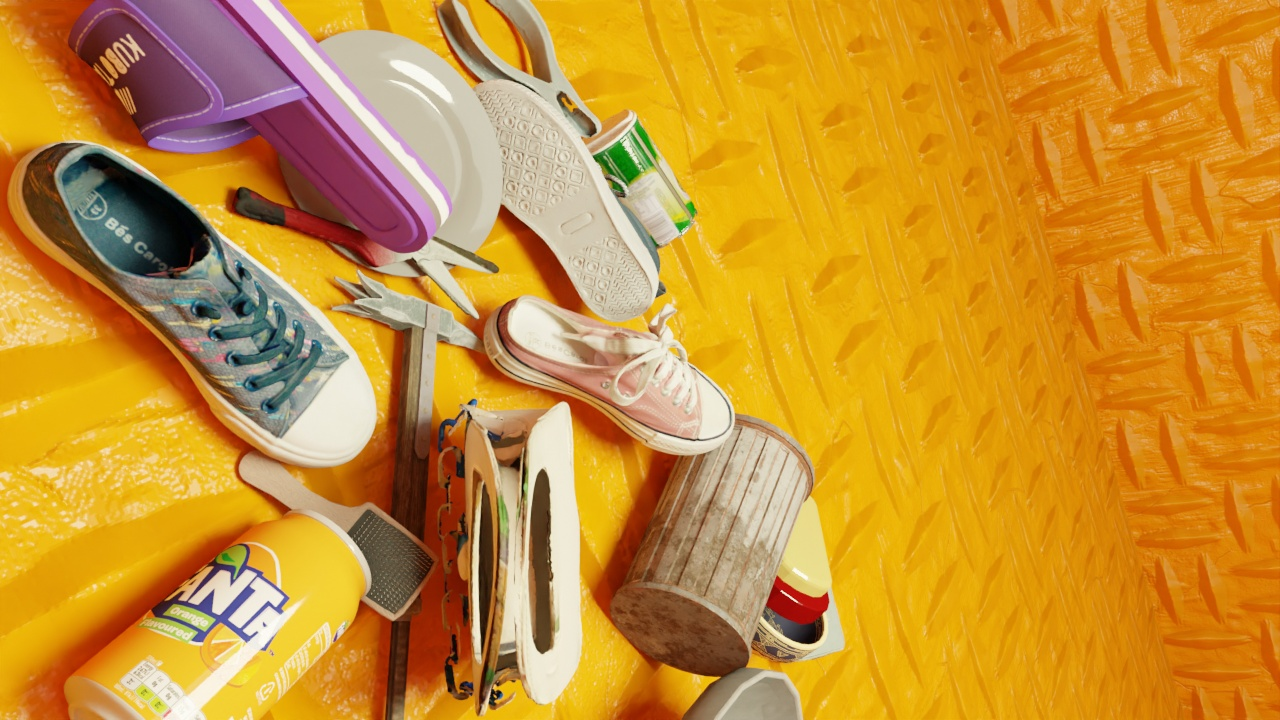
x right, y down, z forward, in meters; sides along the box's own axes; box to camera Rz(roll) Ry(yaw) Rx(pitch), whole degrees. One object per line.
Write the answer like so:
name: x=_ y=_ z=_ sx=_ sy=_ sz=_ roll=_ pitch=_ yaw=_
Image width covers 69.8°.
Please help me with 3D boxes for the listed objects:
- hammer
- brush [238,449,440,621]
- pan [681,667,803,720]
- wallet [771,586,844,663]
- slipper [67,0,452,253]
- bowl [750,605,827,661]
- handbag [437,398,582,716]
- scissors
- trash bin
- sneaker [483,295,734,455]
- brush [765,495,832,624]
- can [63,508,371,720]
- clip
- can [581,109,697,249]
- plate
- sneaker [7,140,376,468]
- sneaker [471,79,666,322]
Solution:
hammer: x=-0.154 y=0.111 z=0.619 sx=0.147 sy=0.028 sz=0.316 roll=24 pitch=61 yaw=-53
brush: x=-0.185 y=0.101 z=0.558 sx=0.135 sy=0.015 sz=0.049 roll=42 pitch=64 yaw=-14
pan: x=0.011 y=0.348 z=0.654 sx=0.356 sy=0.041 sz=0.179 roll=-21 pitch=113 yaw=-48
wallet: x=0.170 y=0.253 z=0.984 sx=0.100 sy=0.054 sz=0.131 roll=6 pitch=70 yaw=-53
slipper: x=-0.234 y=-0.144 z=0.522 sx=0.266 sy=0.107 sz=0.083 roll=45 pitch=60 yaw=-26
bowl: x=0.120 y=0.247 z=0.896 sx=0.112 sy=0.061 sz=0.112 roll=30 pitch=29 yaw=-19
handbag: x=-0.087 y=0.123 z=0.578 sx=0.199 sy=0.093 sz=0.200 roll=146 pitch=-59 yaw=-88
scissors: x=-0.185 y=-0.103 z=0.630 sx=0.192 sy=0.015 sz=0.179 roll=-18 pitch=97 yaw=-43
trash bin: x=0.069 y=0.153 z=0.814 sx=0.131 sy=0.131 sz=0.210 roll=55 pitch=43 yaw=-27
sneaker: x=-0.004 y=0.004 z=0.734 sx=0.241 sy=0.088 sz=0.118 roll=24 pitch=53 yaw=-31
brush: x=0.147 y=0.179 z=0.916 sx=0.082 sy=0.042 sz=0.173 roll=31 pitch=29 yaw=-17
can: x=-0.215 y=0.148 z=0.483 sx=0.142 sy=0.079 sz=0.079 roll=-47 pitch=117 yaw=-48
clip: x=-0.089 y=-0.270 z=0.808 sx=0.171 sy=0.029 sz=0.141 roll=45 pitch=46 yaw=-24
can: x=-0.003 y=-0.171 z=0.872 sx=0.121 sy=0.067 sz=0.067 roll=52 pitch=43 yaw=-29
plate: x=-0.177 y=-0.148 z=0.665 sx=0.178 sy=0.012 sz=0.178 roll=7 pitch=80 yaw=-42
sneaker: x=-0.228 y=-0.031 z=0.506 sx=0.235 sy=0.079 sz=0.087 roll=50 pitch=57 yaw=-26
sneaker: x=-0.056 y=-0.137 z=0.775 sx=0.235 sy=0.089 sz=0.087 roll=55 pitch=24 yaw=-16
